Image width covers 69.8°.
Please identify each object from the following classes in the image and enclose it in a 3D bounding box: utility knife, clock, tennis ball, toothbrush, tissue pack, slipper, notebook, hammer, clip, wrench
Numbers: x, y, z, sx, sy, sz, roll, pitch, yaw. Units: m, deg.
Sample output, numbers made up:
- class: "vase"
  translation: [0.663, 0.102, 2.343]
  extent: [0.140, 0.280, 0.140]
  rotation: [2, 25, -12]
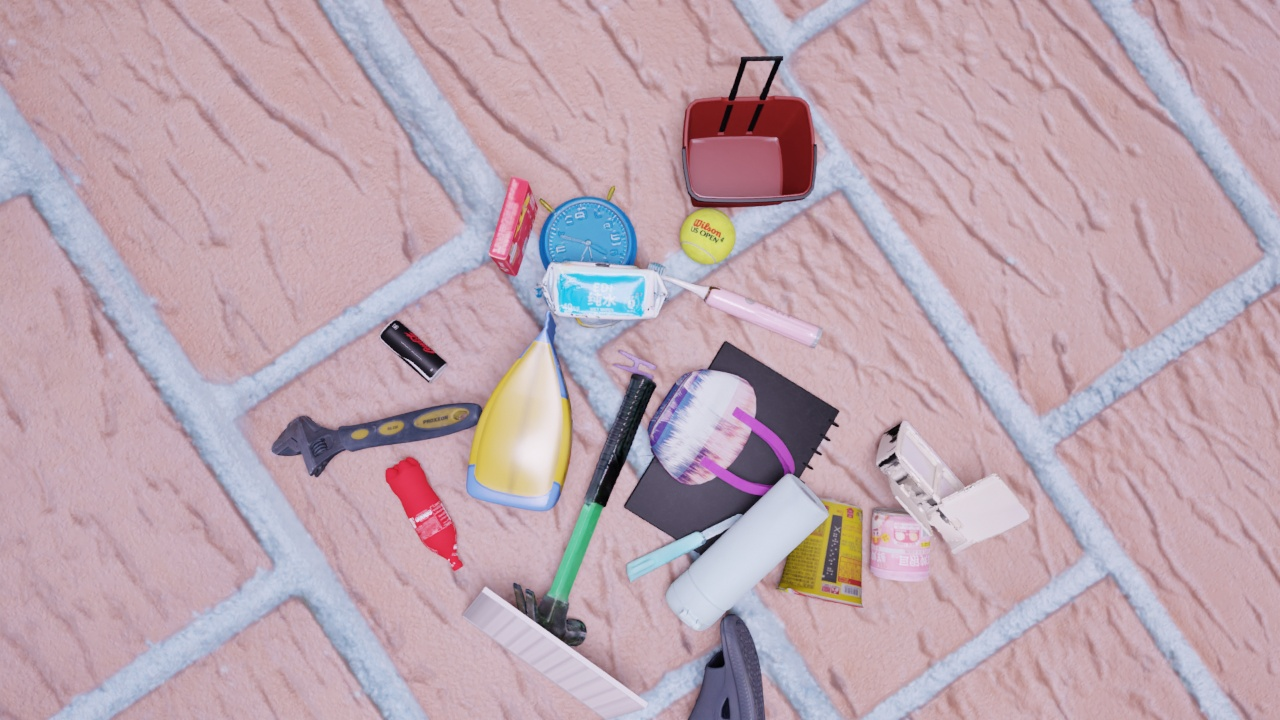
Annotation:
- class: "utility knife"
  translation: [0.051, 0.216, 1.068]
  extent: [0.158, 0.015, 0.022]
  rotation: [-28, 87, 12]
- class: "clock"
  translation: [-0.057, -0.118, 1.069]
  extent: [0.117, 0.060, 0.161]
  rotation: [-13, 91, -4]
- class: "tennis ball"
  translation: [0.079, -0.145, 1.073]
  extent: [0.065, 0.065, 0.065]
  rotation: [0, 88, -2]
- class: "toothbrush"
  translation: [0.110, -0.067, 1.090]
  extent: [0.222, 0.027, 0.027]
  rotation: [22, 116, -2]
- class: "tissue pack"
  translation: [-0.043, -0.076, 0.995]
  extent: [0.144, 0.093, 0.061]
  rotation: [2, 94, -4]
- class: "slipper"
  translation: [0.101, 0.419, 1.045]
  extent: [0.083, 0.110, 0.268]
  rotation: [-8, 93, 14]
- class: "notebook"
  translation: [-0.101, 0.329, 1.018]
  extent: [0.210, 0.143, 0.009]
  rotation: [36, 59, -1]
- class: "hammer"
  translation: [-0.053, 0.165, 1.051]
  extent: [0.032, 0.130, 0.318]
  rotation: [14, 77, 36]
- class: "clip"
  translation: [-0.006, 0.005, 1.091]
  extent: [0.052, 0.013, 0.036]
  rotation: [18, 88, -4]
- class: "notebook"
  translation: [0.112, 0.119, 1.089]
  extent: [0.169, 0.019, 0.231]
  rotation: [32, 87, 0]
- class: "wrench"
  translation: [-0.299, 0.082, 1.030]
  extent: [0.274, 0.022, 0.073]
  rotation: [-12, 70, 18]

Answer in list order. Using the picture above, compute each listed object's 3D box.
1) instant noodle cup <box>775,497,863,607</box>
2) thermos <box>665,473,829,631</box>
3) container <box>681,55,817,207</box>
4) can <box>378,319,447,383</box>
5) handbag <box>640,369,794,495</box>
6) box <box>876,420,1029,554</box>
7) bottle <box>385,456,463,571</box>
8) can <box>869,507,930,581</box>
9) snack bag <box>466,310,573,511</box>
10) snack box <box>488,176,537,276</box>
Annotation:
- class: "instant noodle cup"
  translation: [0.215, 0.220, 1.058]
  extent: [0.100, 0.100, 0.112]
  rotation: [13, 77, -2]
- class: "thermos"
  translation: [0.115, 0.219, 1.031]
  extent: [0.065, 0.078, 0.207]
  rotation: [43, 100, -8]
- class: "container"
  translation: [0.119, -0.235, 1.010]
  extent: [0.148, 0.201, 0.127]
  rotation: [-2, 88, -3]
- class: "can"
  translation: [-0.265, -0.011, 1.071]
  extent: [0.080, 0.031, 0.031]
  rotation: [41, 87, 0]
- class: "handbag"
  translation: [0.099, 0.095, 1.055]
  extent: [0.170, 0.068, 0.144]
  rotation: [34, 87, -5]
- class: "box"
  translation: [0.342, 0.139, 1.012]
  extent: [0.101, 0.186, 0.145]
  rotation: [-42, 95, 15]
- class: "bottle"
  translation: [-0.245, 0.179, 1.061]
  extent: [0.042, 0.042, 0.141]
  rotation: [-30, 90, -3]
- class: "can"
  translation: [0.303, 0.214, 1.069]
  extent: [0.067, 0.067, 0.076]
  rotation: [3, 87, -2]
- class: "snack bag"
  translation: [-0.118, 0.053, 1.012]
  extent: [0.102, 0.159, 0.205]
  rotation: [12, 86, -2]
- class: "snack box"
  translation: [-0.141, -0.147, 1.030]
  extent: [0.021, 0.133, 0.089]
  rotation: [17, 87, -1]
